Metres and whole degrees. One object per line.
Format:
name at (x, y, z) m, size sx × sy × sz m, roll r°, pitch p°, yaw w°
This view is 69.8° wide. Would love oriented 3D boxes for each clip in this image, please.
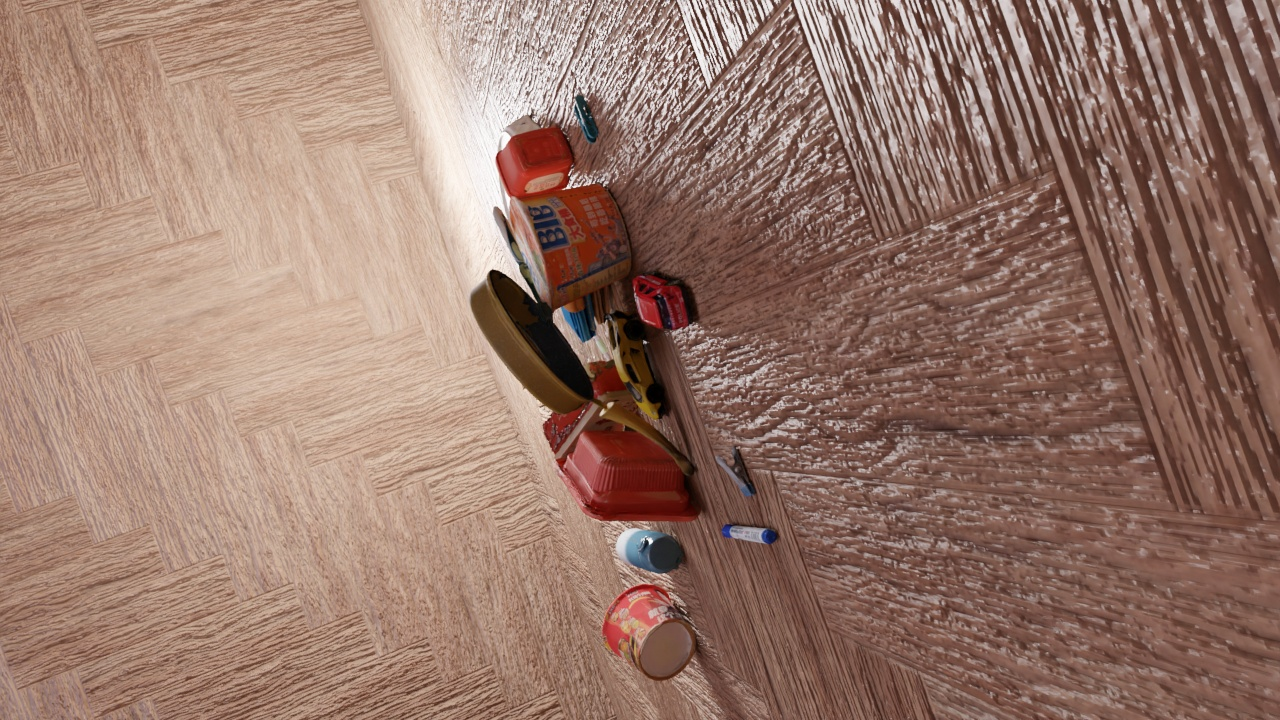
clip at (0.102, 0.122, 0.981) m, size 0.057 × 0.028 × 0.024 m, roll 60°, pitch 167°, yaw 1°
clip at (-0.064, -0.280, 1.069) m, size 0.041 × 0.014 × 0.056 m, roll 128°, pitch 122°, yaw -74°

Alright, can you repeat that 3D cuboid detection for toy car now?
toy car at (0.018, -0.064, 0.997) m, size 0.120 × 0.045 × 0.053 m, roll -143°, pitch 37°, yaw -69°
toy car at (-0.007, 0.007, 1.189) m, size 0.071 × 0.041 × 0.156 m, roll 179°, pitch 71°, yaw -75°

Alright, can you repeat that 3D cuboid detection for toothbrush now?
toothbrush at (-0.145, -0.120, 1.123) m, size 0.191 × 0.016 × 0.018 m, roll 63°, pitch 154°, yaw 25°
toothbrush at (-0.083, -0.060, 1.364) m, size 0.189 × 0.021 × 0.029 m, roll 63°, pitch -170°, yaw -7°

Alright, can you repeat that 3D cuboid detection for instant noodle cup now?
instant noodle cup at (-0.017, 0.150, 1.225) m, size 0.189 × 0.164 × 0.079 m, roll -138°, pitch 55°, yaw -61°
instant noodle cup at (-0.084, -0.144, 1.126) m, size 0.151 × 0.111 × 0.151 m, roll 160°, pitch 90°, yaw -76°
instant noodle cup at (0.021, 0.455, 1.526) m, size 0.109 × 0.137 × 0.138 m, roll 23°, pitch 132°, yaw 59°

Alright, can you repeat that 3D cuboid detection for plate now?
plate at (-0.170, -0.258, 1.370) m, size 0.205 × 0.045 × 0.205 m, roll 168°, pitch 90°, yaw -71°

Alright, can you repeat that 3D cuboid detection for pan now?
pan at (-0.068, 0.028, 1.127) m, size 0.357 × 0.078 × 0.197 m, roll 51°, pitch -171°, yaw -13°

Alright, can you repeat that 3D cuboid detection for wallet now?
wallet at (-0.100, -0.100, 1.274) m, size 0.106 × 0.040 × 0.133 m, roll -131°, pitch 23°, yaw -58°
wallet at (-0.078, -0.128, 1.293) m, size 0.108 × 0.031 × 0.131 m, roll 87°, pitch 160°, yaw -46°

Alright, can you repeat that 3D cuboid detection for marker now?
marker at (0.120, 0.192, 1.019) m, size 0.146 × 0.017 × 0.017 m, roll 147°, pitch 103°, yaw -75°

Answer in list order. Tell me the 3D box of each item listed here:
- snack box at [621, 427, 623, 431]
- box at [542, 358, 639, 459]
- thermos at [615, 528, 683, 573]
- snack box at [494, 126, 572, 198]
snack box at (-0.041, 0.127, 1.435) m, size 0.157 × 0.026 × 0.085 m, roll 97°, pitch 178°, yaw -60°
box at (-0.071, 0.066, 1.291) m, size 0.169 × 0.091 × 0.078 m, roll -54°, pitch 55°, yaw 41°
thermos at (0.011, 0.302, 1.467) m, size 0.221 × 0.070 × 0.070 m, roll 143°, pitch 107°, yaw -75°
snack box at (-0.138, -0.262, 1.217) m, size 0.082 × 0.091 × 0.080 m, roll 69°, pitch 159°, yaw 5°
